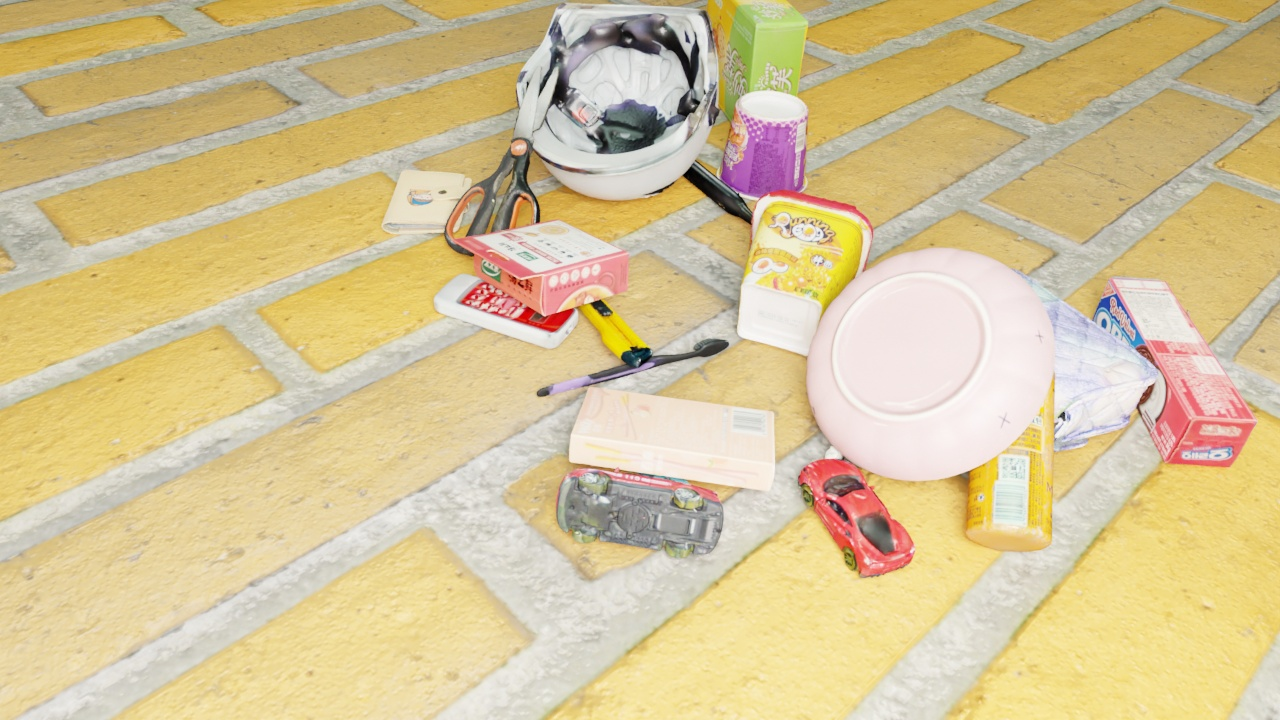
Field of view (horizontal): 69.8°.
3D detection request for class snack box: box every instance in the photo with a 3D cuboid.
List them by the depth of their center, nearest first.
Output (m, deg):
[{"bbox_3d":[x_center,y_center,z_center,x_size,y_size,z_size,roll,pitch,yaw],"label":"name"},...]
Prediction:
[{"bbox_3d":[0.027,0.060,0.730,0.157,0.026,0.084,7,26,5],"label":"snack box"},{"bbox_3d":[0.471,0.004,0.823,0.058,0.057,0.207,3,39,3],"label":"snack box"},{"bbox_3d":[-0.095,-0.089,0.872,0.126,0.044,0.113,-19,36,-38],"label":"snack box"},{"bbox_3d":[0.145,-0.408,1.220,0.070,0.158,0.209,-7,41,-10],"label":"snack box"}]

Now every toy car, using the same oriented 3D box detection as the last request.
[{"bbox_3d":[-0.001,0.108,0.664,0.120,0.053,0.045,10,18,-3],"label":"toy car"},{"bbox_3d":[0.159,0.112,0.683,0.049,0.031,0.106,-12,45,-20],"label":"toy car"}]

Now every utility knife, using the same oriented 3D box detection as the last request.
[{"bbox_3d":[-0.044,-0.050,0.872,0.033,0.015,0.207,-10,35,-26],"label":"utility knife"}]

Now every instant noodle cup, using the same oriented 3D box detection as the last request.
[{"bbox_3d":[0.147,-0.079,0.866,0.116,0.116,0.123,17,53,15],"label":"instant noodle cup"},{"bbox_3d":[0.149,-0.257,1.084,0.111,0.099,0.111,1,38,-1],"label":"instant noodle cup"}]

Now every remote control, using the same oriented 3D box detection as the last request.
[{"bbox_3d":[-0.128,-0.049,0.869,0.136,0.020,0.055,18,42,17],"label":"remote control"}]

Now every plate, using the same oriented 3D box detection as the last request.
[{"bbox_3d":[0.210,-0.005,0.702,0.193,0.039,0.192,-16,60,30],"label":"plate"}]

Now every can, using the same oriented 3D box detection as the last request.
[{"bbox_3d":[0.277,0.066,0.686,0.058,0.058,0.145,9,67,7],"label":"can"}]

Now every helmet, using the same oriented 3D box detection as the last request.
[{"bbox_3d":[-0.019,-0.280,1.055,0.229,0.146,0.258,3,66,10],"label":"helmet"}]

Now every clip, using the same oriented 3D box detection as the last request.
[{"bbox_3d":[0.011,0.094,0.711,0.056,0.014,0.040,16,41,14],"label":"clip"}]

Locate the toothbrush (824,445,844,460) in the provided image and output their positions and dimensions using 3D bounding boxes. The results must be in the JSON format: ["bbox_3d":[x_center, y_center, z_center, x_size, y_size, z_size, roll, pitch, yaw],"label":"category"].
[{"bbox_3d":[0.197,0.041,0.790,0.016,0.018,0.180,18,39,28],"label":"toothbrush"}]

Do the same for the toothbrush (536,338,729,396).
[{"bbox_3d":[-0.005,0.005,0.819,0.188,0.014,0.016,-15,35,-21],"label":"toothbrush"}]

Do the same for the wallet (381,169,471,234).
[{"bbox_3d":[-0.232,-0.177,1.017,0.087,0.024,0.115,2,38,-3],"label":"wallet"}]

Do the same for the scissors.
[{"bbox_3d":[-0.145,-0.211,0.965,0.163,0.021,0.233,-11,73,11],"label":"scissors"}]

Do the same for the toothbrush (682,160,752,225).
[{"bbox_3d":[0.105,-0.180,1.043,0.027,0.026,0.212,-34,49,-10],"label":"toothbrush"}]

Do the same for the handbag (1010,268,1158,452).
[{"bbox_3d":[0.335,-0.005,0.807,0.134,0.076,0.194,-8,38,-24],"label":"handbag"}]
